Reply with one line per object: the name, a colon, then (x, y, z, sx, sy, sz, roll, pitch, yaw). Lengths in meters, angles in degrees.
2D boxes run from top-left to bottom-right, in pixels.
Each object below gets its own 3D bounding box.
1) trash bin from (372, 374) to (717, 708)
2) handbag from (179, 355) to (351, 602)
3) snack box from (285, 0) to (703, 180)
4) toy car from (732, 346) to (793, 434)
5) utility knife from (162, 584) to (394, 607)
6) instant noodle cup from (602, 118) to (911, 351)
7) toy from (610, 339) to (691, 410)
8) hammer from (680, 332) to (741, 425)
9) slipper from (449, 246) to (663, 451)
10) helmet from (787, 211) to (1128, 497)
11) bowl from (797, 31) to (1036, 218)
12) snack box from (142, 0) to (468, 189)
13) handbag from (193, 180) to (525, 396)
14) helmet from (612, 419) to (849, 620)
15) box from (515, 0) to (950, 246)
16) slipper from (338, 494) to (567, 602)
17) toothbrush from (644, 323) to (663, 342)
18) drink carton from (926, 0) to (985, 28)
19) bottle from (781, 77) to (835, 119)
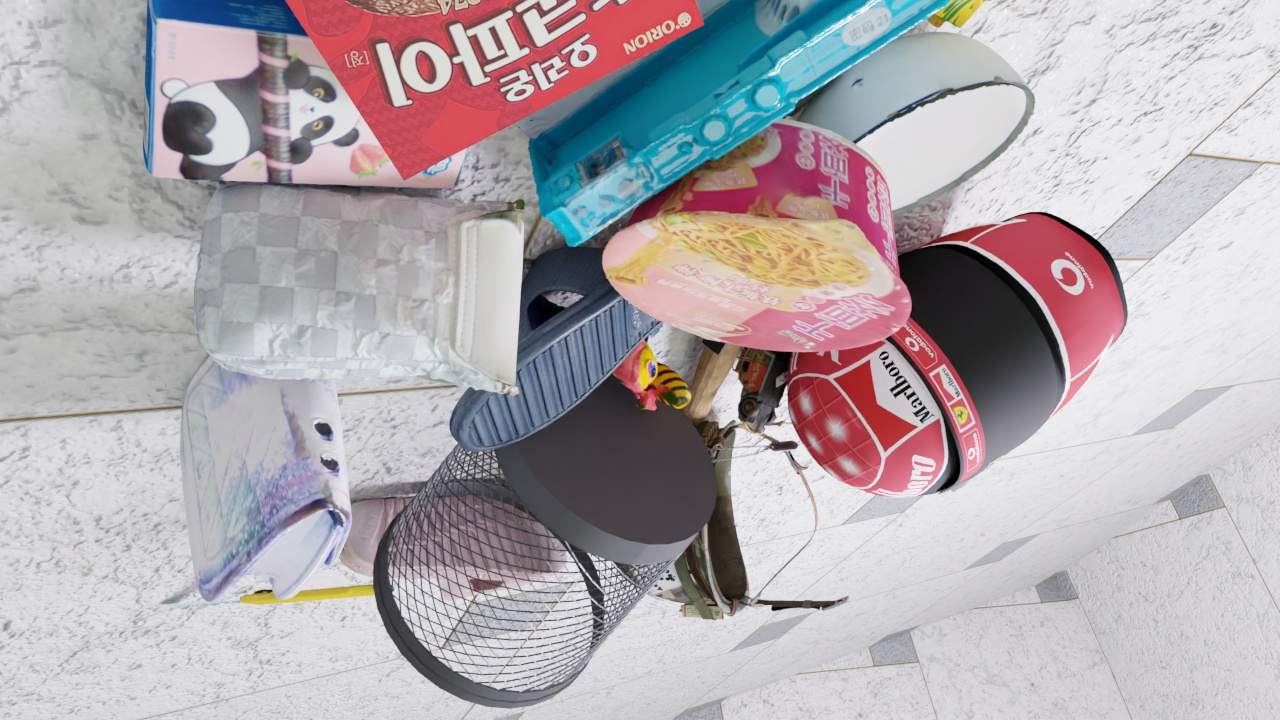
trash bin: (-0.077, 0.136, 0.769, 0.217, 0.217, 0.228, 4, 137, -41)
handbag: (-0.226, 0.057, 0.575, 0.069, 0.158, 0.127, 16, 132, -45)
snack box: (-0.068, -0.171, 0.384, 0.152, 0.035, 0.133, -27, 129, 2)
toy car: (0.112, 0.011, 0.856, 0.047, 0.047, 0.112, 26, 84, -52)
utility knife: (-0.335, 0.218, 0.842, 0.228, 0.019, 0.030, -9, 157, 8)
instant noodle cup: (0.072, -0.073, 0.541, 0.179, 0.077, 0.179, 12, 161, 4)
toy: (-0.004, 0.004, 0.729, 0.103, 0.084, 0.046, 37, 94, -29)
hammer: (0.069, -0.014, 0.767, 0.132, 0.040, 0.306, -46, 167, -25)
slipper: (-0.038, -0.045, 0.638, 0.263, 0.082, 0.101, -39, 158, -15)
helmet: (0.240, 0.010, 0.785, 0.224, 0.197, 0.271, -31, 170, -17)
bowl: (0.163, -0.153, 0.588, 0.153, 0.072, 0.153, -18, 162, -6)
snack box: (-0.155, -0.128, 0.448, 0.154, 0.033, 0.088, -4, 145, -32)
handbag: (-0.157, -0.040, 0.519, 0.171, 0.112, 0.123, 4, 176, -23)
helmet: (0.076, 0.157, 0.915, 0.236, 0.192, 0.224, -5, -177, -2)
box: (0.020, -0.176, 0.462, 0.227, 0.097, 0.117, -31, 129, 14)
slipper: (-0.184, 0.181, 0.883, 0.239, 0.094, 0.065, 11, 132, -38)
toothbrush: (-0.001, 0.012, 0.812, 0.016, 0.017, 0.189, -14, 149, -20)
drink carton: (0.190, -0.246, 0.501, 0.058, 0.041, 0.123, 3, 140, -40)
bottle: (0.089, -0.174, 0.540, 0.113, 0.047, 0.047, -39, 148, 25)
